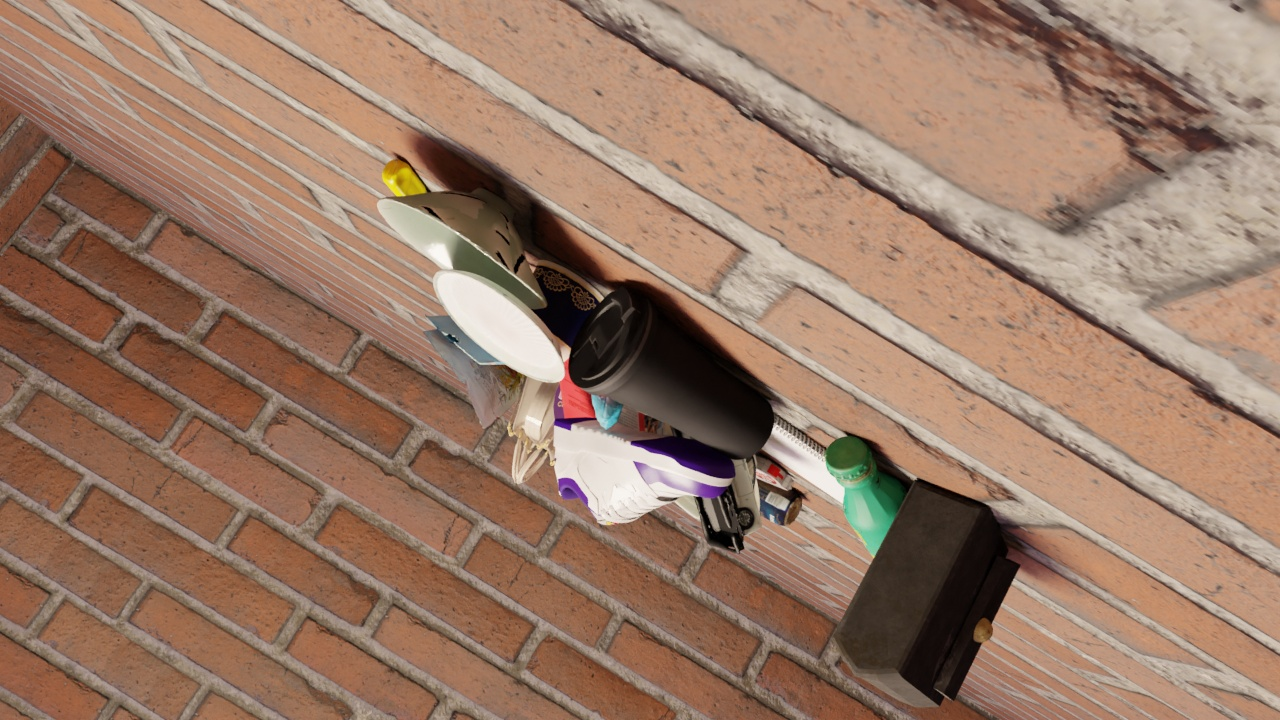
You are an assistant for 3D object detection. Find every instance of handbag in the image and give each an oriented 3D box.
[{"bbox_3d":[0.309,0.258,0.932,0.102,0.197,0.199,21,165,43],"label":"handbag"},{"bbox_3d":[-0.136,0.088,1.330,0.101,0.197,0.195,23,167,7],"label":"handbag"}]

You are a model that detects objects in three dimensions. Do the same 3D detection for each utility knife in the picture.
[{"bbox_3d":[-0.226,-0.156,0.978,0.020,0.028,0.188,32,169,20],"label":"utility knife"}]

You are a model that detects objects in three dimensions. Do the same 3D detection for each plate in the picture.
[{"bbox_3d":[-0.134,-0.035,0.886,0.157,0.014,0.157,30,156,14],"label":"plate"}]

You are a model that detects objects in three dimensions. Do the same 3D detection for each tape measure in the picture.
[{"bbox_3d":[0.172,0.150,1.260,0.060,0.020,0.062,17,161,49],"label":"tape measure"}]

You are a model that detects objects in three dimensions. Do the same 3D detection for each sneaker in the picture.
[{"bbox_3d":[-0.008,0.135,1.013,0.245,0.111,0.091,10,-174,42],"label":"sneaker"}]

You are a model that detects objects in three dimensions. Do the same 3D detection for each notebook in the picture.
[{"bbox_3d":[0.207,0.127,1.100,0.245,0.013,0.178,34,169,-13],"label":"notebook"}]

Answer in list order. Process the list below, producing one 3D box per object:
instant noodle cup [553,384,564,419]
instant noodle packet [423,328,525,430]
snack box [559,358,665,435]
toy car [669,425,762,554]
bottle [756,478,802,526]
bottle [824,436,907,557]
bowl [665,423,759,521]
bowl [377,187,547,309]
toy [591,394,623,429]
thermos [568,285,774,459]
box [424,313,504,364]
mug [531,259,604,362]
[{"bbox_3d":[-0.035,0.076,1.240,0.122,0.136,0.121,9,169,33],"label":"instant noodle cup"},{"bbox_3d":[-0.213,0.002,1.278,0.147,0.057,0.269,55,-170,-3],"label":"instant noodle packet"},{"bbox_3d":[-0.037,0.036,1.101,0.143,0.040,0.145,23,133,35],"label":"snack box"},{"bbox_3d":[0.093,0.119,1.063,0.094,0.071,0.191,168,84,-74],"label":"toy car"},{"bbox_3d":[0.162,0.191,1.372,0.161,0.056,0.056,25,167,31],"label":"bottle"},{"bbox_3d":[0.248,0.152,0.959,0.068,0.068,0.210,20,156,45],"label":"bottle"},{"bbox_3d":[0.096,0.127,1.163,0.176,0.058,0.176,27,-147,-20],"label":"bowl"},{"bbox_3d":[-0.150,-0.119,0.844,0.174,0.067,0.174,28,168,6],"label":"bowl"},{"bbox_3d":[-0.031,0.011,0.975,0.062,0.092,0.133,22,129,20],"label":"toy"},{"bbox_3d":[0.036,0.023,0.903,0.218,0.105,0.106,33,170,-32],"label":"thermos"},{"bbox_3d":[-0.197,-0.045,1.142,0.091,0.085,0.243,39,175,-31],"label":"box"},{"bbox_3d":[-0.105,-0.049,0.967,0.112,0.089,0.086,25,167,28],"label":"mug"}]
